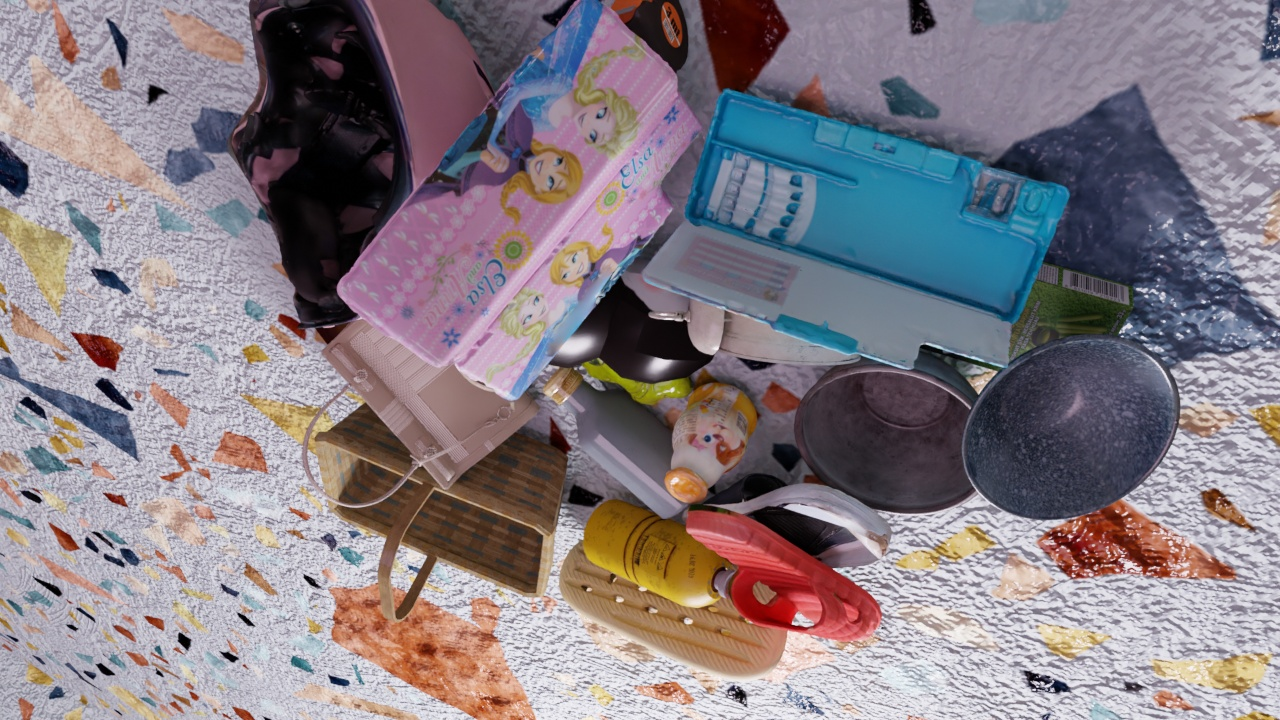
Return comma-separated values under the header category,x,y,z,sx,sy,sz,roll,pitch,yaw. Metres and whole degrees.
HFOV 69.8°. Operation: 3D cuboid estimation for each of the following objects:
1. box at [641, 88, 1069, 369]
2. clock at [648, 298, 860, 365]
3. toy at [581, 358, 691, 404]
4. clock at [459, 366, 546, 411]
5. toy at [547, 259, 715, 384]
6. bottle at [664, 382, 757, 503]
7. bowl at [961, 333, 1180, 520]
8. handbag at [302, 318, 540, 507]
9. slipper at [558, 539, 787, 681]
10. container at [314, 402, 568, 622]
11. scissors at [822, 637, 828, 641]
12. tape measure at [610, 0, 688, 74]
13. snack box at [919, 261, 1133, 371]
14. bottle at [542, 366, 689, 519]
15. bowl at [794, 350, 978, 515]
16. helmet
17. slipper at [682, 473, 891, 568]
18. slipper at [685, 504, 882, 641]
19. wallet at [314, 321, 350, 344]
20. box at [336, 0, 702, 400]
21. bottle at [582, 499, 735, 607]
category,x,y,z,sx,sy,sz,roll,pitch,yaw
box,0.134,-0.071,0.588,0.227,0.170,0.085,20,163,13
clock,0.083,-0.034,0.636,0.156,0.103,0.061,1,101,-12
toy,-0.005,0.005,0.793,0.094,0.036,0.093,-11,124,27
clock,-0.133,-0.030,0.791,0.093,0.054,0.141,-42,102,10
toy,-0.028,-0.033,0.703,0.184,0.140,0.159,19,171,-3
bottle,0.055,0.068,0.762,0.063,0.108,0.063,16,132,18
bowl,0.272,0.034,0.607,0.137,0.057,0.137,0,116,-1
handbag,-0.216,0.044,0.818,0.062,0.197,0.175,-9,124,54
slipper,0.037,0.247,0.940,0.262,0.111,0.079,11,161,31
container,-0.204,0.157,0.904,0.250,0.185,0.158,21,139,7
scissors,0.179,0.208,0.878,0.118,0.014,0.162,44,136,2
tape measure,0.002,-0.211,0.590,0.038,0.058,0.058,-5,137,29
snack box,0.246,-0.034,0.635,0.148,0.025,0.080,18,133,13
bottle,-0.017,0.066,0.824,0.161,0.072,0.046,42,128,-10
bowl,0.196,0.043,0.697,0.145,0.067,0.145,15,132,16
helmet,-0.180,-0.148,0.654,0.230,0.152,0.256,59,138,25
slipper,0.126,0.136,0.801,0.111,0.063,0.264,34,159,-8
slipper,0.121,0.198,0.774,0.104,0.059,0.248,0,148,45
wallet,-0.286,-0.022,0.931,0.092,0.018,0.115,-22,112,39
box,-0.055,-0.085,0.567,0.160,0.230,0.063,39,-178,-36
bottle,0.024,0.186,0.868,0.164,0.070,0.071,13,135,45
